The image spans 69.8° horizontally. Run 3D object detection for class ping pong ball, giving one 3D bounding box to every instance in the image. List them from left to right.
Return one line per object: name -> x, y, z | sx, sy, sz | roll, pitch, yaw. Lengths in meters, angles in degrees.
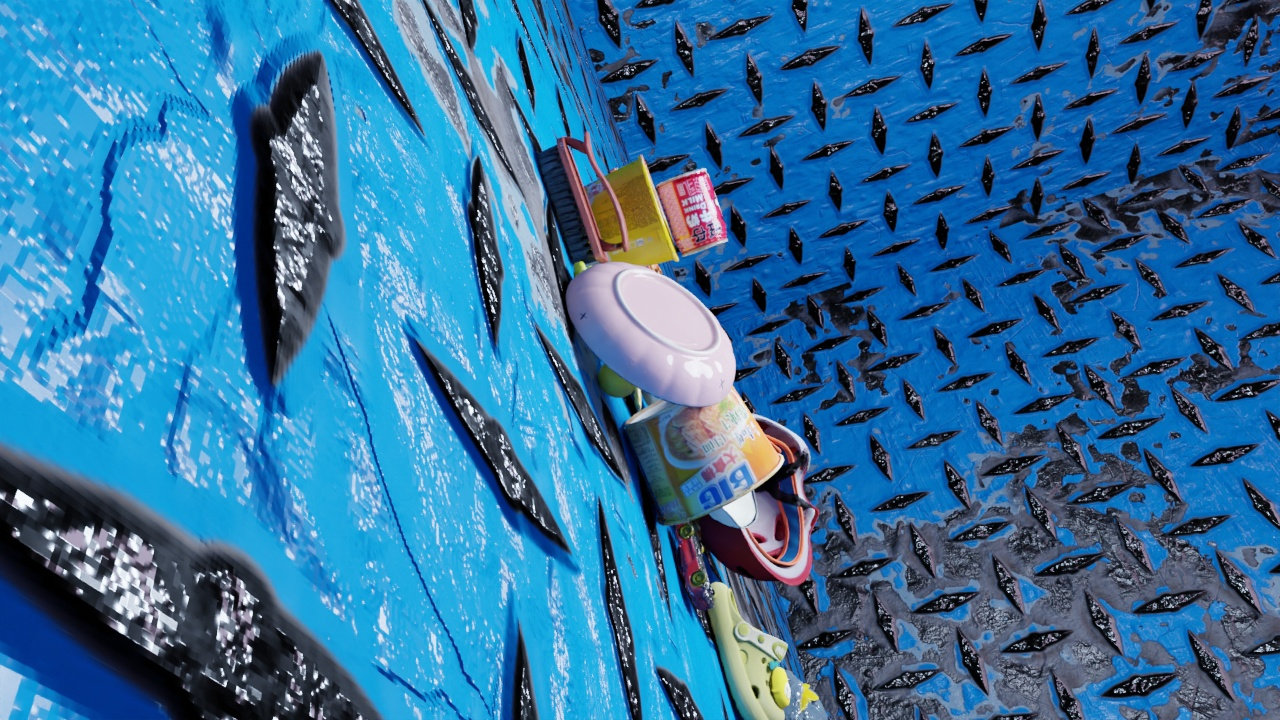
ping pong ball -> -0.022, 0.017, 0.907 | 0.040, 0.040, 0.040 | -18, 89, -84

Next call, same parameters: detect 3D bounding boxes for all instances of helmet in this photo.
helmet -> 0.144, 0.203, 1.294 | 0.206, 0.144, 0.239 | 15, 63, -46

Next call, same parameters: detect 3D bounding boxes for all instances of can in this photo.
can -> 0.065, -0.180, 1.124 | 0.066, 0.066, 0.094 | -56, 127, -82

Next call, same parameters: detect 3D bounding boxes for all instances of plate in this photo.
plate -> 0.019, -0.036, 0.905 | 0.192, 0.039, 0.192 | 25, 32, -18
plate -> 0.063, 0.089, 1.130 | 0.265, 0.034, 0.161 | 62, 19, 5

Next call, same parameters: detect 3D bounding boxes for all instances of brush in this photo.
brush -> -0.063, -0.181, 1.024 | 0.063, 0.069, 0.146 | -16, 87, -85

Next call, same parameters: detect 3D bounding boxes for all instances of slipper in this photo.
slipper -> 0.136, 0.352, 1.102 | 0.091, 0.082, 0.190 | 52, 17, -64

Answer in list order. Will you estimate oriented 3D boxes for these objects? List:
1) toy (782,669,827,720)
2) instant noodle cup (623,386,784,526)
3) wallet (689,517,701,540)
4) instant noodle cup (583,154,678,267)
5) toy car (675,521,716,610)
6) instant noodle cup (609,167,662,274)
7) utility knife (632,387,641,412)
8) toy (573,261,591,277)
toy -> 0.201, 0.496, 1.188 | 0.355, 0.091, 0.138 | -86, 169, -69
instant noodle cup -> 0.059, 0.089, 0.965 | 0.111, 0.151, 0.151 | 63, 7, -3
wallet -> 0.039, 0.148, 1.112 | 0.119, 0.035, 0.131 | -97, 164, -76
instant noodle cup -> -0.026, -0.167, 1.121 | 0.138, 0.110, 0.138 | -18, 89, -83
toy car -> 0.057, 0.223, 1.012 | 0.049, 0.031, 0.106 | 65, 9, -46
instant noodle cup -> -0.024, -0.176, 1.314 | 0.164, 0.079, 0.189 | -66, 135, -81
utility knife -> -0.006, 0.006, 1.077 | 0.031, 0.020, 0.190 | 97, -18, -74
toy -> -0.049, -0.069, 0.984 | 0.100, 0.031, 0.096 | 54, 17, -56
